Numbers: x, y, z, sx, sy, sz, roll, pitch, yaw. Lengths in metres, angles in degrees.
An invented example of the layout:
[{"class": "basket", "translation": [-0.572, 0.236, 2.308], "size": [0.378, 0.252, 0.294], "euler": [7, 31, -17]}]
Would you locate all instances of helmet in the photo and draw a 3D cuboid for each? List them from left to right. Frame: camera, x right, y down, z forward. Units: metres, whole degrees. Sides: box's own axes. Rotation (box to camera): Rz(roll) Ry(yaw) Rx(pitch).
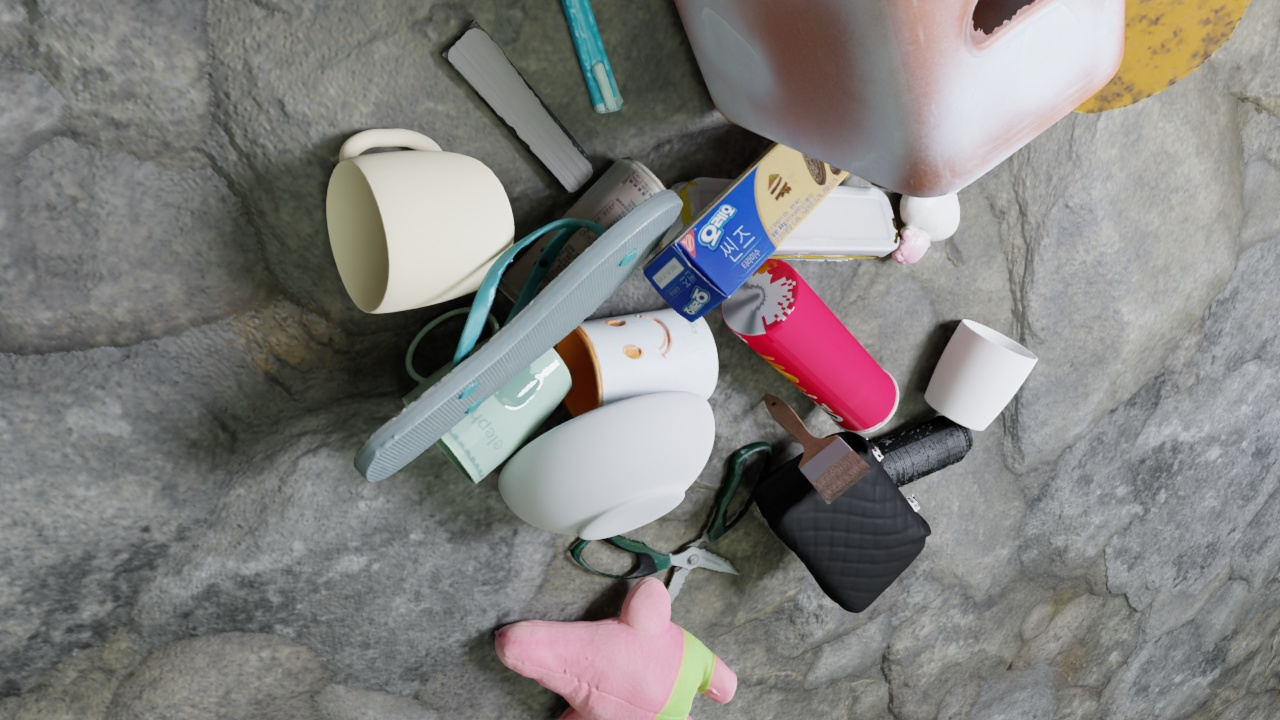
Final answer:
[{"class": "helmet", "translation": [0.357, -0.334, 0.722], "size": [0.206, 0.131, 0.255], "euler": [-28, 138, 23]}]

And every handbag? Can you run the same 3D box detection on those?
[{"class": "handbag", "translation": [0.190, 0.141, 0.878], "size": [0.125, 0.114, 0.153], "euler": [-39, 114, 2]}]

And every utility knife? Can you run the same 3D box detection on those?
[{"class": "utility knife", "translation": [-0.044, -0.247, 0.610], "size": [0.022, 0.015, 0.177], "euler": [-29, 126, -15]}]

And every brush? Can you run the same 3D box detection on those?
[{"class": "brush", "translation": [0.144, 0.066, 0.797], "size": [0.045, 0.143, 0.008], "euler": [-39, 126, 3]}]

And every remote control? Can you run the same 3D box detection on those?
[{"class": "remote control", "translation": [-0.080, -0.169, 0.631], "size": [0.033, 0.013, 0.136], "euler": [-47, 126, -3]}]

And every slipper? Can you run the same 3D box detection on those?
[{"class": "slipper", "translation": [-0.085, -0.026, 0.601], "size": [0.268, 0.055, 0.098], "euler": [-43, 170, -8]}]

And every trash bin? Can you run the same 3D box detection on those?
[{"class": "trash bin", "translation": [0.151, -0.229, 0.579], "size": [0.181, 0.260, 0.157], "euler": [-36, 128, -11]}]

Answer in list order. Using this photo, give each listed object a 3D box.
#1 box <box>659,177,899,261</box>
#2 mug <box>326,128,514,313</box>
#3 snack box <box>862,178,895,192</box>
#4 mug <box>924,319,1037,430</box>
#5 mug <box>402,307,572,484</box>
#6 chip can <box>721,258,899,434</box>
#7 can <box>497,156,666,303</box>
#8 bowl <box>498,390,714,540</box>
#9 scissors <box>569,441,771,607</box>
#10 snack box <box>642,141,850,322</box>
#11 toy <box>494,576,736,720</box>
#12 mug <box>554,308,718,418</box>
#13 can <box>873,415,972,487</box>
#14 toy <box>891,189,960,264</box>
[{"class": "box", "translation": [0.117, -0.114, 0.752], "size": [0.209, 0.070, 0.067], "euler": [-4, 96, -29]}, {"class": "mug", "translation": [-0.139, -0.096, 0.590], "size": [0.099, 0.096, 0.120], "euler": [-15, 79, -36]}, {"class": "snack box", "translation": [0.218, -0.206, 0.747], "size": [0.072, 0.072, 0.121], "euler": [35, 95, -37]}, {"class": "mug", "translation": [0.346, 0.014, 0.938], "size": [0.114, 0.081, 0.088], "euler": [-13, 132, -61]}, {"class": "mug", "translation": [-0.117, 0.015, 0.669], "size": [0.104, 0.084, 0.111], "euler": [-41, 99, -16]}, {"class": "chip can", "translation": [0.150, -0.006, 0.786], "size": [0.069, 0.069, 0.220], "euler": [-52, 138, 2]}, {"class": "can", "translation": [-0.040, -0.085, 0.671], "size": [0.135, 0.054, 0.054], "euler": [-46, 127, -2]}, {"class": "bowl", "translation": [-0.017, 0.093, 0.710], "size": [0.176, 0.066, 0.177], "euler": [-20, 159, -8]}, {"class": "scissors", "translation": [0.043, 0.152, 0.864], "size": [0.201, 0.015, 0.203], "euler": [24, 100, -37]}, {"class": "snack box", "translation": [0.090, -0.114, 0.675], "size": [0.057, 0.056, 0.206], "euler": [47, 61, -6]}, {"class": "toy", "translation": [-0.029, 0.288, 0.850], "size": [0.236, 0.096, 0.192], "euler": [25, 103, -22]}, {"class": "mug", "translation": [-0.004, 0.004, 0.719], "size": [0.105, 0.082, 0.082], "euler": [-11, 119, -27]}, {"class": "can", "translation": [0.275, 0.098, 0.944], "size": [0.137, 0.054, 0.054], "euler": [-18, 122, -21]}, {"class": "toy", "translation": [0.264, -0.142, 0.828], "size": [0.079, 0.038, 0.123], "euler": [17, 104, -48]}]
